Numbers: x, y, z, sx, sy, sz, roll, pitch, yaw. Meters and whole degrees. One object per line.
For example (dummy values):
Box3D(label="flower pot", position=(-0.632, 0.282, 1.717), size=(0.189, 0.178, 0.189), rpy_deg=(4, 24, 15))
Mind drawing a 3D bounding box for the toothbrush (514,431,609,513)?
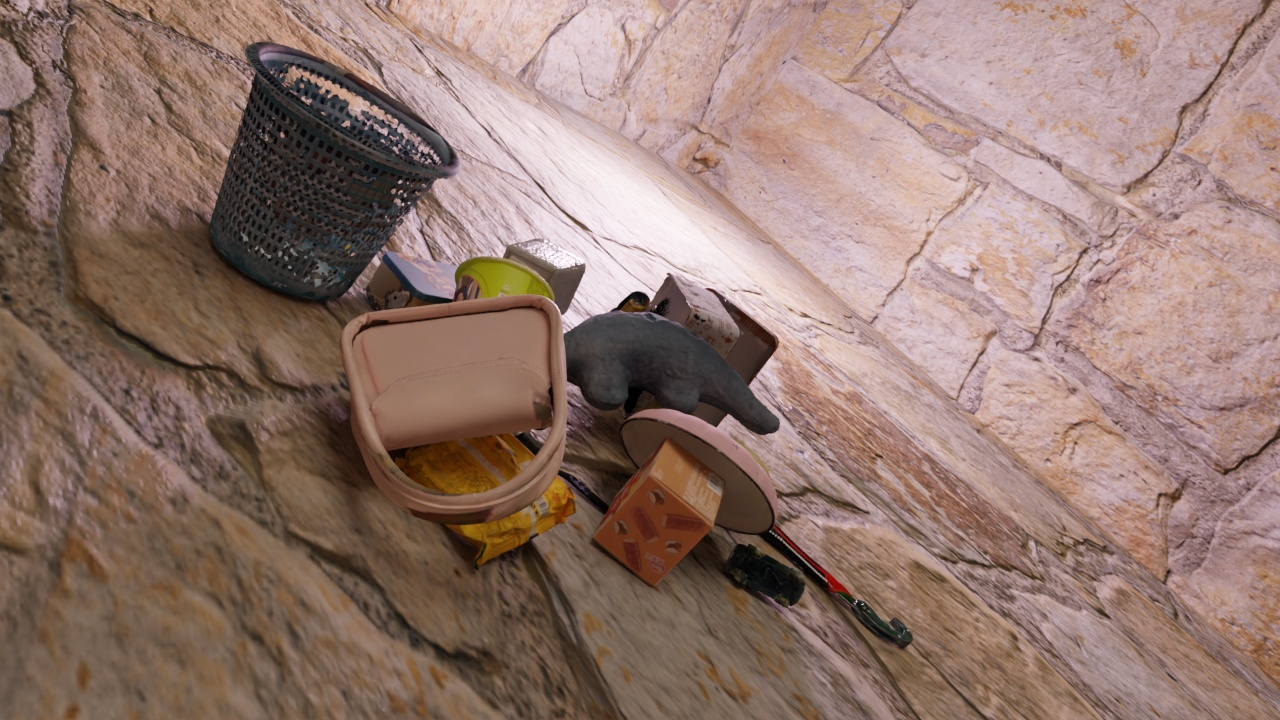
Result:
Box3D(label="toothbrush", position=(-0.054, 0.134, 0.939), size=(0.189, 0.017, 0.014), rpy_deg=(38, 21, 5))

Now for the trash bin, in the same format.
Box3D(label="trash bin", position=(-0.331, -0.179, 0.941), size=(0.226, 0.195, 0.226), rpy_deg=(32, 18, -12))

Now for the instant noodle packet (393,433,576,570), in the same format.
Box3D(label="instant noodle packet", position=(-0.130, 0.109, 0.783), size=(0.110, 0.044, 0.128), rpy_deg=(-24, 56, -39))

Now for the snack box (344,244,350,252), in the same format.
Box3D(label="snack box", position=(-0.359, -0.183, 1.079), size=(0.082, 0.091, 0.080), rpy_deg=(27, 13, -26))

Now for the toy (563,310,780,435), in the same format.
Box3D(label="toy", position=(-0.006, 0.006, 1.068), size=(0.356, 0.092, 0.137), rpy_deg=(9, 61, -13))

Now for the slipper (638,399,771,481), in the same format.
Box3D(label="slipper", position=(0.079, 0.115, 1.110), size=(0.190, 0.092, 0.081), rpy_deg=(37, 15, 15))

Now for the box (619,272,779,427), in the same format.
Box3D(label="box", position=(0.076, 0.005, 1.237), size=(0.177, 0.183, 0.152), rpy_deg=(23, 22, -24))

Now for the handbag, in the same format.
Box3D(label="handbag", position=(-0.143, 0.043, 0.750), size=(0.193, 0.093, 0.234), rpy_deg=(-10, 36, -12))

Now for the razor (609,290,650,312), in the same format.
Box3D(label="razor", position=(-0.017, -0.058, 1.317), size=(0.062, 0.067, 0.168), rpy_deg=(0, -14, -13))

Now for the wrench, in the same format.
Box3D(label="wrench", position=(0.215, 0.254, 1.113), size=(0.273, 0.016, 0.056), rpy_deg=(38, 18, 10))

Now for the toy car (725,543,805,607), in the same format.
Box3D(label="toy car", position=(0.134, 0.231, 0.988), size=(0.090, 0.043, 0.034), rpy_deg=(28, -15, -6))

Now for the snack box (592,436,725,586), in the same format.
Box3D(label="snack box", position=(0.020, 0.145, 0.893), size=(0.077, 0.094, 0.092), rpy_deg=(39, 22, -2))

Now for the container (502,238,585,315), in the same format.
Box3D(label="container", position=(-0.142, -0.110, 1.251), size=(0.090, 0.090, 0.114), rpy_deg=(27, 14, 8))

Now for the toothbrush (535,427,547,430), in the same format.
Box3D(label="toothbrush", position=(-0.132, 0.061, 0.901), size=(0.014, 0.016, 0.189), rpy_deg=(42, 12, 18))

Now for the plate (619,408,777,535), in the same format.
Box3D(label="plate", position=(0.066, 0.112, 0.976), size=(0.192, 0.039, 0.193), rpy_deg=(29, -26, 16))

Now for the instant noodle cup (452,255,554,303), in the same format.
Box3D(label="instant noodle cup", position=(-0.160, -0.028, 0.968), size=(0.111, 0.112, 0.123), rpy_deg=(28, 57, -22))

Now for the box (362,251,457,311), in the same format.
Box3D(label="box", position=(-0.225, -0.069, 1.072), size=(0.090, 0.061, 0.184), rpy_deg=(46, 22, 27))
